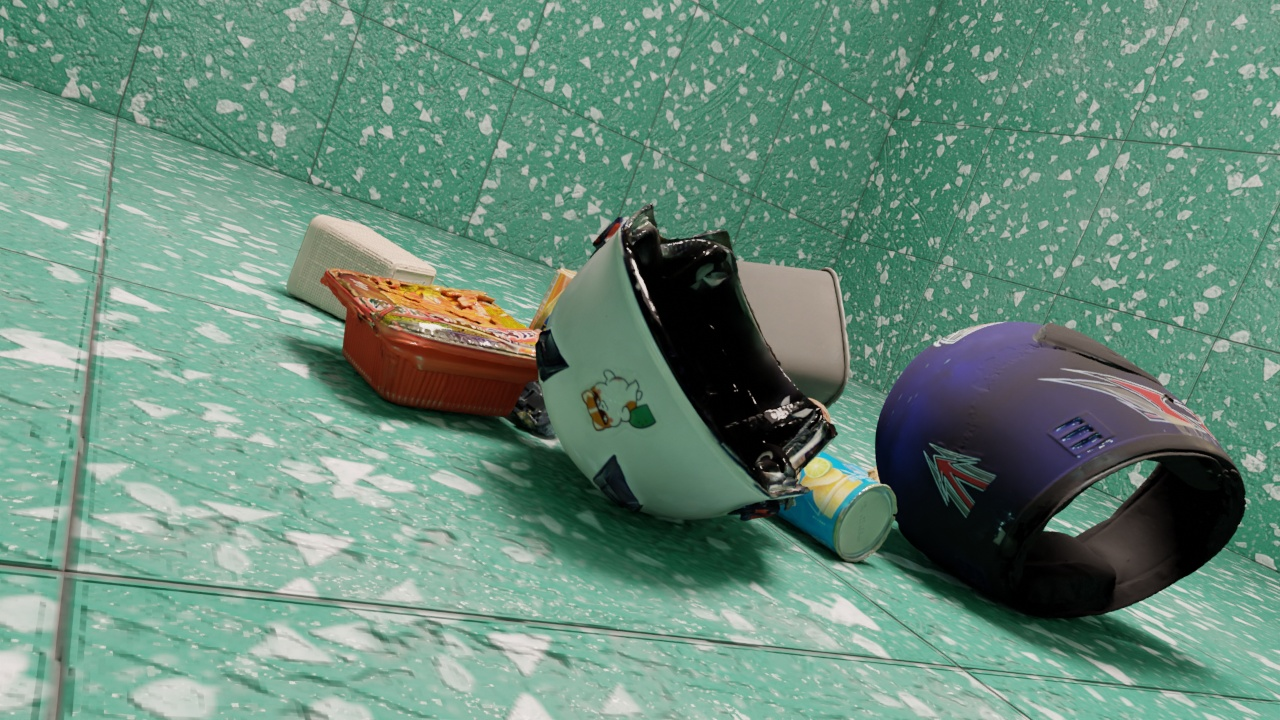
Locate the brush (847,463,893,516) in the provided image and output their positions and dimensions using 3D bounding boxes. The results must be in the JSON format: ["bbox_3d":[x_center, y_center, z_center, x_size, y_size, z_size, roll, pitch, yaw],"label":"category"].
[{"bbox_3d":[0.221,0.128,1.053,0.255,0.046,0.083,20,10,23],"label":"brush"}]

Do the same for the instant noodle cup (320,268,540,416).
[{"bbox_3d":[-0.166,-0.014,0.747,0.164,0.079,0.189,11,14,-38],"label":"instant noodle cup"}]

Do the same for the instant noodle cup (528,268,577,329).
[{"bbox_3d":[-0.073,-0.051,1.225,0.151,0.111,0.151,21,7,-3],"label":"instant noodle cup"}]

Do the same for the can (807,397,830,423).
[{"bbox_3d":[0.172,0.085,1.004,0.058,0.059,0.116,22,23,11],"label":"can"}]

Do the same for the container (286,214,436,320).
[{"bbox_3d":[-0.283,-0.084,0.948,0.111,0.090,0.089,27,8,21],"label":"container"}]

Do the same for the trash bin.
[{"bbox_3d":[0.125,-0.025,1.199,0.219,0.198,0.200,10,-30,-21],"label":"trash bin"}]

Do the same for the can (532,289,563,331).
[{"bbox_3d":[-0.068,-0.014,0.958,0.083,0.057,0.102,38,-33,4],"label":"can"}]

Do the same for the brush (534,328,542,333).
[{"bbox_3d":[-0.070,0.016,0.868,0.063,0.073,0.146,14,8,-41],"label":"brush"}]

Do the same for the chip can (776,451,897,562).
[{"bbox_3d":[0.123,0.098,0.815,0.071,0.071,0.210,16,9,-39],"label":"chip can"}]

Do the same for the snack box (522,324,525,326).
[{"bbox_3d":[-0.212,-0.048,1.031,0.156,0.026,0.085,16,4,40],"label":"snack box"}]

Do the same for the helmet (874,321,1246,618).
[{"bbox_3d":[0.367,0.087,0.855,0.315,0.248,0.240,10,30,-30],"label":"helmet"}]

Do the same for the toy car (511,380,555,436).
[{"bbox_3d":[-0.095,0.033,0.790,0.090,0.043,0.034,31,-16,41],"label":"toy car"}]

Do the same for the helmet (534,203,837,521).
[{"bbox_3d":[0.014,0.020,0.666,0.230,0.157,0.273,61,24,4],"label":"helmet"}]
